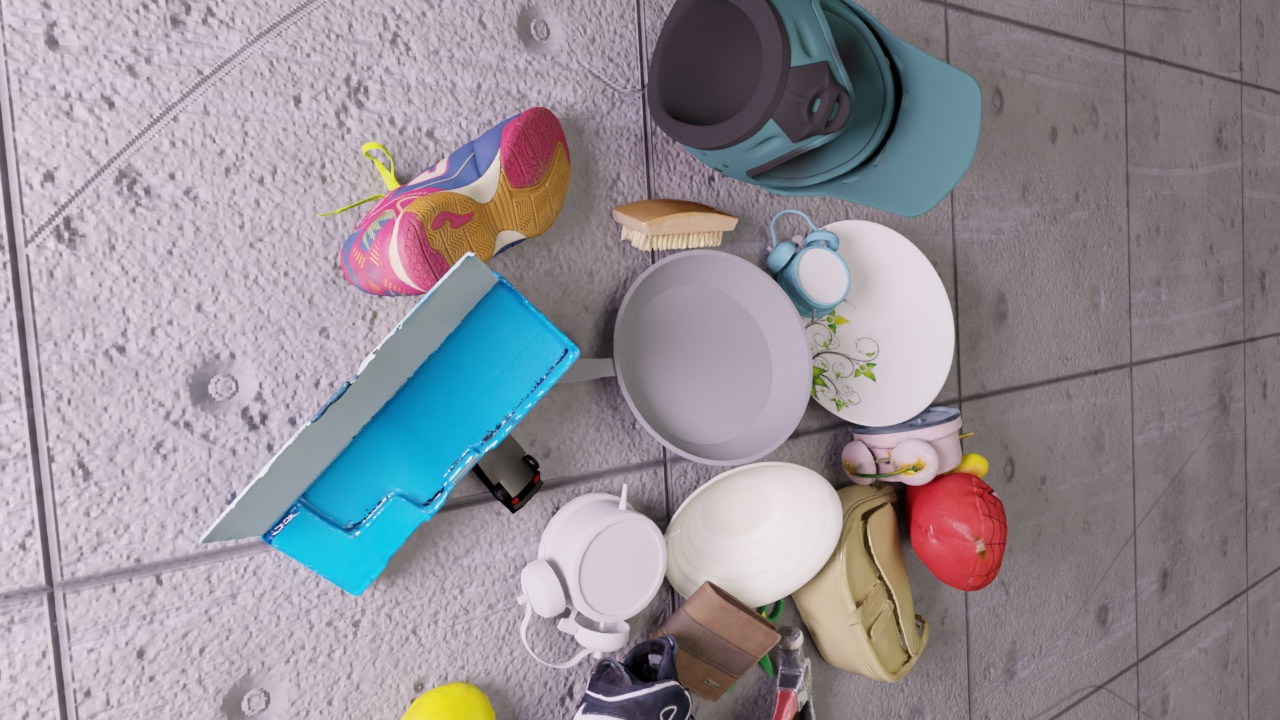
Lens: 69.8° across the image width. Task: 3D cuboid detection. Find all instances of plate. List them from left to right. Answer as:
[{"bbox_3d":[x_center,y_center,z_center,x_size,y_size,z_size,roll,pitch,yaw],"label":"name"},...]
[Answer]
[{"bbox_3d":[0.244,-0.040,1.011,0.229,0.030,0.229,4,79,-21],"label":"plate"}]

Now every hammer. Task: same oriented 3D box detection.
[{"bbox_3d":[0.111,0.401,0.845,0.325,0.036,0.140,-46,130,-58],"label":"hammer"}]

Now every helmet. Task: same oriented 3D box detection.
[{"bbox_3d":[0.143,-0.226,0.790,0.200,0.274,0.177,9,112,-29],"label":"helmet"}]

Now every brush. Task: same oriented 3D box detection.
[{"bbox_3d":[0.031,-0.125,0.847,0.116,0.049,0.039,-8,118,-39],"label":"brush"}]

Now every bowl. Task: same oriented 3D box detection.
[{"bbox_3d":[0.099,0.154,0.876,0.176,0.057,0.177,-6,121,-11],"label":"bowl"}]

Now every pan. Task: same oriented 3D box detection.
[{"bbox_3d":[-0.005,0.005,0.810,0.356,0.051,0.200,-6,80,-23],"label":"pan"}]

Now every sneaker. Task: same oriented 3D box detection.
[{"bbox_3d":[-0.139,-0.129,0.700,0.241,0.091,0.116,-53,128,-47],"label":"sneaker"},{"bbox_3d":[0.018,0.324,0.811,0.252,0.097,0.150,39,61,-48],"label":"sneaker"}]

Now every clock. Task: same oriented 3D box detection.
[{"bbox_3d":[-0.043,0.187,0.789,0.120,0.061,0.159,45,74,-29],"label":"clock"},{"bbox_3d":[0.173,-0.100,0.958,0.087,0.042,0.123,-21,83,-24],"label":"clock"},{"bbox_3d":[0.287,0.096,1.005,0.157,0.117,0.059,-20,98,-47],"label":"clock"}]

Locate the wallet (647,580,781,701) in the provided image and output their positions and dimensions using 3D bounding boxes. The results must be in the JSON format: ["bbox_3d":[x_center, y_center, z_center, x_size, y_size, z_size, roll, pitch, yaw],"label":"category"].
[{"bbox_3d":[0.068,0.271,0.879,0.099,0.027,0.121,-47,124,5],"label":"wallet"}]

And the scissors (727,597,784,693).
[{"bbox_3d":[0.110,0.279,0.942,0.130,0.011,0.125,39,67,-32],"label":"scissors"}]

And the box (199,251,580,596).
[{"bbox_3d":[-0.170,0.037,0.628,0.243,0.070,0.171,-48,148,-3],"label":"box"}]

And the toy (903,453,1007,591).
[{"bbox_3d":[0.348,0.180,1.026,0.216,0.099,0.147,-15,100,-78],"label":"toy"}]

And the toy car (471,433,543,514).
[{"bbox_3d":[-0.118,0.079,0.740,0.042,0.036,0.092,-46,107,-31],"label":"toy car"}]

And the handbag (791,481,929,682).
[{"bbox_3d":[0.249,0.247,1.007,0.190,0.089,0.233,-27,108,-39],"label":"handbag"}]

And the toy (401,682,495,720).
[{"bbox_3d":[-0.152,0.300,0.715,0.094,0.041,0.095,20,78,-42],"label":"toy"}]

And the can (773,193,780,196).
[{"bbox_3d":[0.173,-0.215,0.950,0.099,0.059,0.054,-50,119,-27],"label":"can"}]
